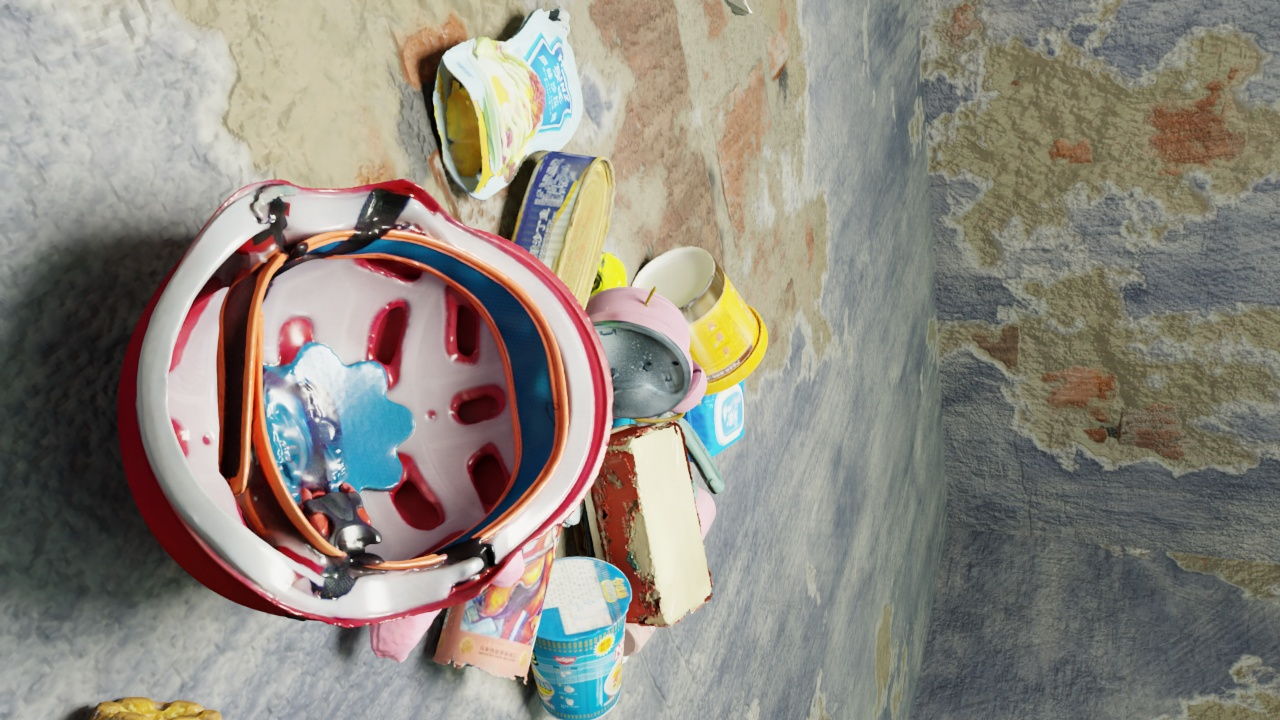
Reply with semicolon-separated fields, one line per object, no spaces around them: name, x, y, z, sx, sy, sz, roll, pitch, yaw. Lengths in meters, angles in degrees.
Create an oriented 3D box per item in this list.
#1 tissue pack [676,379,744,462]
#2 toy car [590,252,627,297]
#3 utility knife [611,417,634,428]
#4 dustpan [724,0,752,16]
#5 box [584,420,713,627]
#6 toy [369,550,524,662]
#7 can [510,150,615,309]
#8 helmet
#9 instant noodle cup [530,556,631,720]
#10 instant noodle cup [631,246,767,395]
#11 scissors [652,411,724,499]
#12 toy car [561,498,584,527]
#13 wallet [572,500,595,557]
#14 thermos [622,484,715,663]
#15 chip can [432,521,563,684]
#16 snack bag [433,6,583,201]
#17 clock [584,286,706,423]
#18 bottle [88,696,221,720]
tissue pack;0.085;0.058;1.066;0.156;0.052;0.095;-22;112;-62
toy car;-0.024;-0.050;0.856;0.048;0.032;0.105;-36;122;-58
utility knife;-0.016;0.061;0.898;0.034;0.018;0.178;7;86;-63
dustpan;-0.021;-0.400;0.653;0.142;0.258;0.222;-58;149;-5
box;0.010;0.141;0.802;0.091;0.077;0.168;-14;94;-53
toy;-0.142;0.090;0.576;0.178;0.075;0.194;3;87;-48
can;-0.064;-0.093;0.725;0.074;0.049;0.148;38;66;-70
helmet;-0.143;0.026;0.466;0.239;0.144;0.207;-4;77;-48
instant noodle cup;-0.054;0.237;0.763;0.099;0.099;0.110;-48;142;-53
instant noodle cup;0.055;-0.043;0.932;0.114;0.119;0.118;55;44;-41
scissors;0.047;0.092;0.933;0.179;0.019;0.170;47;17;-43
toy car;-0.072;0.116;0.774;0.090;0.034;0.043;40;53;-60
wallet;-0.017;0.130;0.861;0.115;0.033;0.090;-5;93;-52
thermos;0.013;0.213;0.923;0.198;0.067;0.087;-55;152;-49
chip can;-0.093;0.124;0.687;0.071;0.071;0.214;44;54;-57
snack bag;-0.090;-0.202;0.701;0.190;0.039;0.110;-53;136;-52
clock;-0.005;0.005;0.810;0.059;0.117;0.159;-77;153;-45
bottle;-0.239;0.247;0.412;0.057;0.057;0.174;34;62;-60
